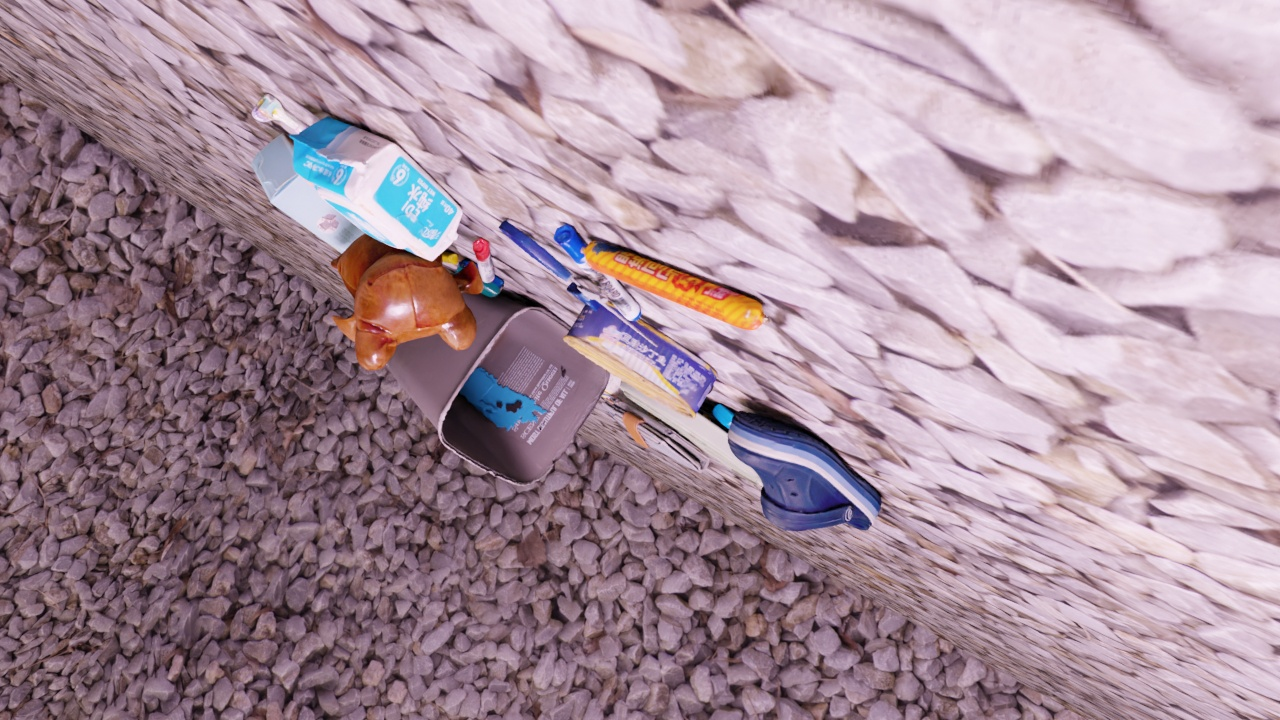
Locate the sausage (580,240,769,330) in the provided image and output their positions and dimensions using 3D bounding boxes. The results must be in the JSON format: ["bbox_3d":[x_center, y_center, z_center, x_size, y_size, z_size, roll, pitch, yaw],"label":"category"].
[{"bbox_3d":[0.019,-0.053,0.631,0.165,0.021,0.021,24,169,33],"label":"sausage"}]

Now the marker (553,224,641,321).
[{"bbox_3d":[-0.031,-0.066,0.734,0.017,0.017,0.146,25,170,29],"label":"marker"}]

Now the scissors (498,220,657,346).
[{"bbox_3d":[-0.053,-0.063,0.766,0.162,0.012,0.176,40,178,-6],"label":"scissors"}]

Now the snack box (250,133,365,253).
[{"bbox_3d":[-0.331,-0.162,0.989,0.074,0.051,0.175,52,-175,34],"label":"snack box"}]

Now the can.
[{"bbox_3d":[0.001,-0.002,0.873,0.148,0.049,0.075,32,171,-10],"label":"can"}]

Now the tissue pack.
[{"bbox_3d":[-0.223,-0.143,0.780,0.090,0.063,0.140,26,170,28],"label":"tissue pack"}]

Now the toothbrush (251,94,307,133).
[{"bbox_3d":[-0.278,-0.185,0.873,0.189,0.029,0.020,36,-148,-37],"label":"toothbrush"}]

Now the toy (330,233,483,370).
[{"bbox_3d":[-0.230,-0.068,0.891,0.199,0.140,0.131,-130,33,-49],"label":"toy"}]

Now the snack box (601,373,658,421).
[{"bbox_3d":[-0.038,0.037,1.266,0.140,0.033,0.087,33,171,-26],"label":"snack box"}]

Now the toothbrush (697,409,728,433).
[{"bbox_3d":[0.080,0.073,1.152,0.017,0.012,0.185,29,173,47],"label":"toothbrush"}]

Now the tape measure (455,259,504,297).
[{"bbox_3d":[-0.187,-0.093,1.058,0.058,0.025,0.054,33,170,-11],"label":"tape measure"}]

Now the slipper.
[{"bbox_3d":[0.163,0.132,0.960,0.105,0.095,0.252,17,168,46],"label":"slipper"}]

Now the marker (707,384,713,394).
[{"bbox_3d":[0.021,0.008,0.958,0.132,0.020,0.022,22,161,41],"label":"marker"}]

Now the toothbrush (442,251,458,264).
[{"bbox_3d":[-0.272,-0.137,1.123,0.190,0.016,0.015,18,164,49],"label":"toothbrush"}]

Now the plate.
[{"bbox_3d":[0.067,0.085,1.114,0.230,0.027,0.230,34,175,3],"label":"plate"}]

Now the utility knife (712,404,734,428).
[{"bbox_3d":[0.158,0.103,1.048,0.185,0.018,0.034,33,-174,-24],"label":"utility knife"}]

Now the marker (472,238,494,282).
[{"bbox_3d":[-0.163,-0.102,0.961,0.017,0.017,0.145,31,171,-3],"label":"marker"}]

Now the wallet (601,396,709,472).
[{"bbox_3d":[0.015,0.098,1.196,0.130,0.037,0.106,27,171,44],"label":"wallet"}]

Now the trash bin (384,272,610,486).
[{"bbox_3d":[-0.195,0.011,1.165,0.220,0.199,0.198,31,174,44],"label":"trash bin"}]
